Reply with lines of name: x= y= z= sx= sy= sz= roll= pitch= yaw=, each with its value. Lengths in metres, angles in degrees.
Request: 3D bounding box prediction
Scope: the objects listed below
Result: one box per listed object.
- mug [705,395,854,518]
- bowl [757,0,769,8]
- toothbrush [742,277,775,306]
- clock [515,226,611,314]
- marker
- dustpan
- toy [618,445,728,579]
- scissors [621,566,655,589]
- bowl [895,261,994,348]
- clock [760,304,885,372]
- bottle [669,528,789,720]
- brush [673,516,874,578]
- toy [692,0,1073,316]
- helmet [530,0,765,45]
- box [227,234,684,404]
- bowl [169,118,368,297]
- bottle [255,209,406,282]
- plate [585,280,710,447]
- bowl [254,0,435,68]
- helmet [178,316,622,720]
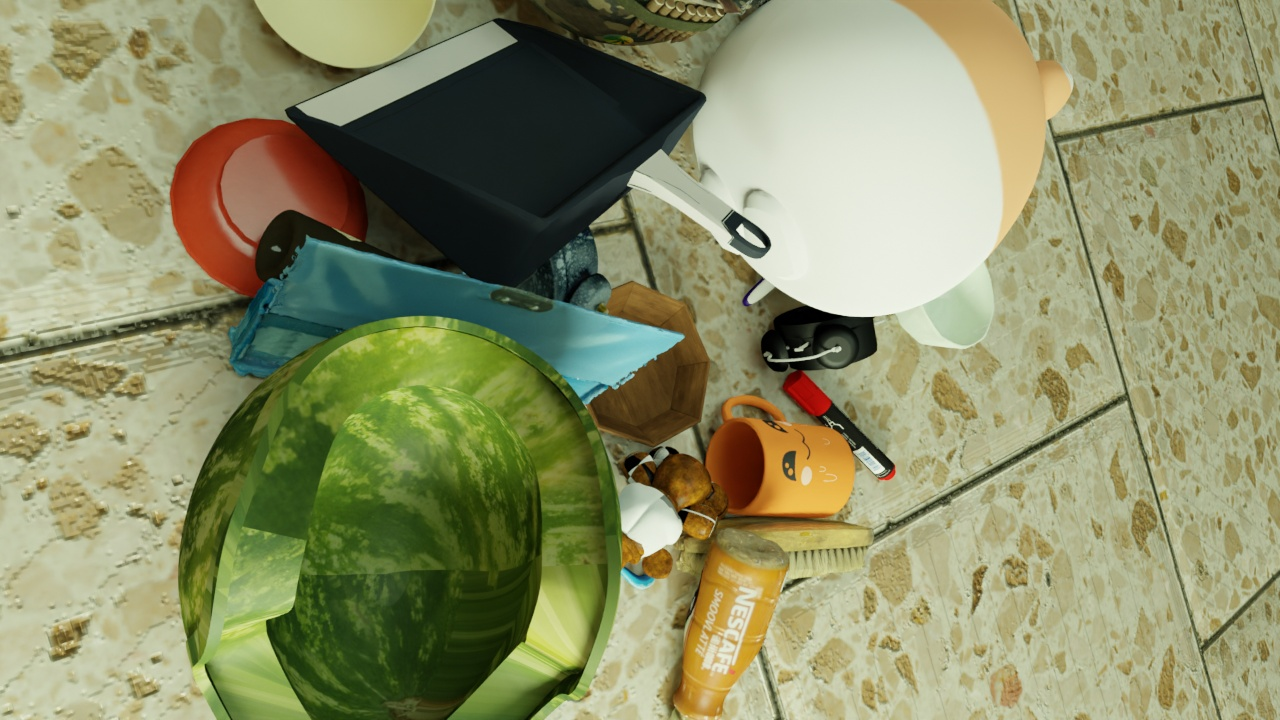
mug: x=0.109 y=0.076 z=0.764 sx=0.095 sy=0.078 sz=0.112 roll=8 pitch=46 yaw=-33
bowl: x=0.153 y=-0.310 z=0.858 sx=0.120 sy=0.067 sz=0.120 roll=7 pitch=78 yaw=-33
toothbrush: x=0.151 y=-0.103 z=0.852 sx=0.186 sy=0.016 sz=0.015 roll=-43 pitch=105 yaw=-32
clock: x=-0.068 y=-0.061 z=0.650 sx=0.052 sy=0.090 sz=0.129 roll=-27 pitch=91 yaw=-40
marker: x=0.185 y=0.063 z=0.842 sx=0.145 sy=0.021 sz=0.023 roll=43 pitch=83 yaw=-21
dustpan: x=-0.040 y=-0.139 z=0.603 sx=0.273 sy=0.080 sz=0.235 roll=41 pitch=43 yaw=-1
toy: x=0.010 y=0.113 z=0.680 sx=0.087 sy=0.067 sz=0.112 roll=39 pitch=65 yaw=16
scissors: x=-0.034 y=0.135 z=0.687 sx=0.127 sy=0.012 sz=0.137 roll=0 pitch=79 yaw=-34
bowl: x=0.290 y=-0.065 z=0.911 sx=0.117 sy=0.061 sz=0.117 roll=7 pitch=78 yaw=-32
clock: x=0.156 y=-0.019 z=0.795 sx=0.120 sy=0.091 sz=0.042 roll=-28 pitch=108 yaw=-48
bottle: x=0.059 y=0.210 z=0.681 sx=0.059 sy=0.059 sz=0.167 roll=11 pitch=102 yaw=-32
brush: x=0.113 y=0.153 z=0.753 sx=0.195 sy=0.059 sz=0.043 roll=4 pitch=90 yaw=-29
toy: x=0.185 y=-0.171 z=0.726 sx=0.280 sy=0.263 sz=0.266 roll=-32 pitch=125 yaw=-13
helmet: x=0.015 y=-0.332 z=0.660 sx=0.224 sy=0.237 sz=0.192 roll=3 pitch=74 yaw=-16
box: x=-0.112 y=-0.012 z=0.561 sx=0.231 sy=0.175 sz=0.033 roll=14 pitch=64 yaw=-33
bowl: x=-0.228 y=-0.100 z=0.581 sx=0.121 sy=0.035 sz=0.122 roll=7 pitch=78 yaw=-33
bottle: x=-0.155 y=-0.041 z=0.597 sx=0.184 sy=0.045 sz=0.045 roll=25 pitch=67 yaw=-48
plate: x=-0.004 y=0.004 z=0.718 sx=0.131 sy=0.025 sz=0.131 roll=8 pitch=74 yaw=-31
bowl: x=-0.191 y=-0.262 z=0.607 sx=0.118 sy=0.118 sz=0.074 roll=37 pitch=21 yaw=-24
helmet: x=-0.127 y=0.105 z=0.491 sx=0.213 sy=0.248 sz=0.242 roll=10 pitch=41 yaw=-18
